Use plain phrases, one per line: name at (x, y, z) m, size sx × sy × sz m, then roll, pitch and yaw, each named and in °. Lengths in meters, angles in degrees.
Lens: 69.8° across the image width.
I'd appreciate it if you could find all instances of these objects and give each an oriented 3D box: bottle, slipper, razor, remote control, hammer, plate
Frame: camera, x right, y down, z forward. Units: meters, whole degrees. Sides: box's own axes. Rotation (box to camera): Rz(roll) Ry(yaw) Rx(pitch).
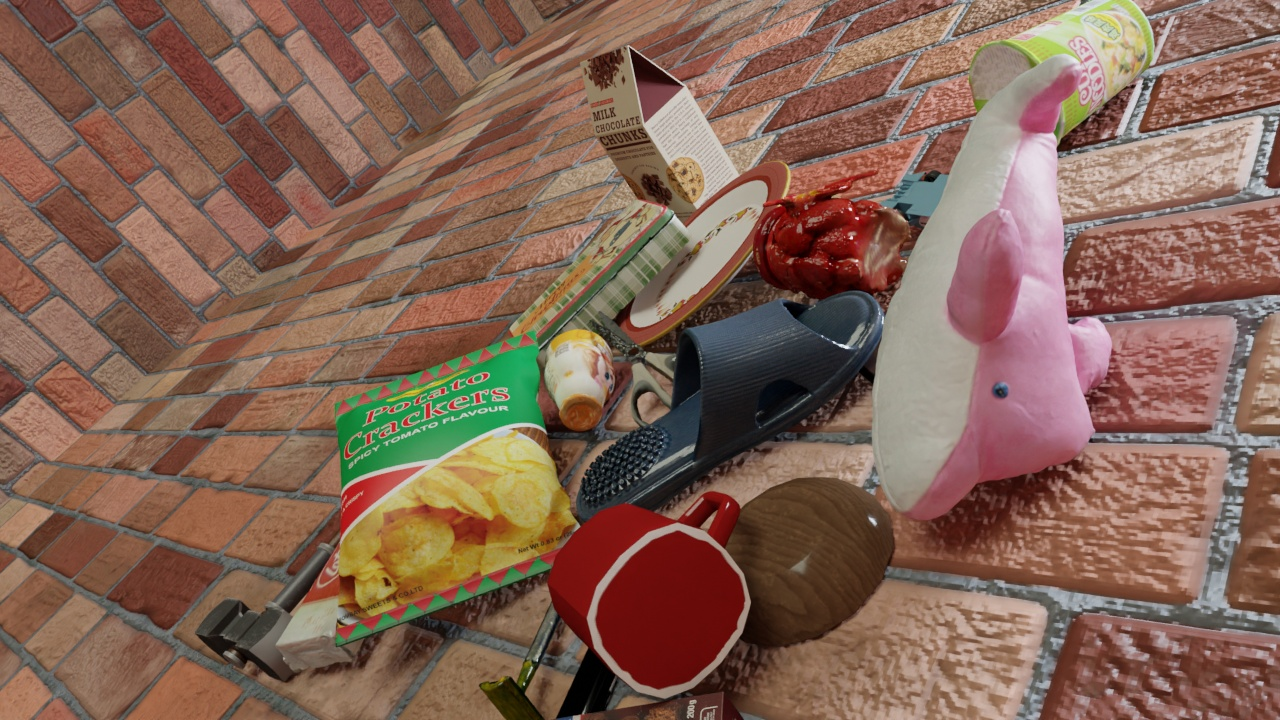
bottle at (-0.054, 0.019, 0.811) m, size 0.063 × 0.063 × 0.108 m, roll -31°, pitch 28°, yaw 12°
slipper at (0.045, 0.019, 0.654) m, size 0.264 × 0.082 × 0.101 m, roll -37°, pitch 24°, yaw 10°
razor at (-0.066, 0.186, 0.591) m, size 0.026 × 0.042 × 0.105 m, roll -26°, pitch 18°, yaw 26°
remote control at (-0.035, 0.204, 0.540) m, size 0.028 × 0.012 × 0.124 m, roll -14°, pitch 34°, yaw 38°
hammer at (-0.276, 0.157, 0.889) m, size 0.156 × 0.043 × 0.321 m, roll -8°, pitch 36°, yaw 45°
plate at (0.059, -0.095, 0.869) m, size 0.230 × 0.021 × 0.229 m, roll -43°, pitch 19°, yaw 19°
bottle at (0.144, -0.093, 0.707) m, size 0.098 × 0.099 × 0.111 m, roll -44°, pitch 27°, yaw -16°

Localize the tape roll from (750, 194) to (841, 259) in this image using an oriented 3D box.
tape roll at (0.144, -0.110, 0.821) m, size 0.094 × 0.027 × 0.093 m, roll -29°, pitch 27°, yaw 16°

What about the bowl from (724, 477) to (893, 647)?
bowl at (0.085, 0.107, 0.531) m, size 0.118 × 0.030 × 0.117 m, roll -29°, pitch 27°, yaw 16°

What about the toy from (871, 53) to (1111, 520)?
toy at (0.206, -0.030, 0.508) m, size 0.187 × 0.128 × 0.265 m, roll 103°, pitch -175°, yaw -73°

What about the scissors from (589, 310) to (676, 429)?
scissors at (0.010, -0.005, 0.780) m, size 0.133 × 0.012 × 0.169 m, roll -18°, pitch 45°, yaw 14°

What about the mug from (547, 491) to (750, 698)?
mug at (0.012, 0.118, 0.513) m, size 0.116 × 0.080 × 0.097 m, roll -44°, pitch 10°, yaw -14°

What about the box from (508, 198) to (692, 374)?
box at (-0.045, -0.077, 0.934) m, size 0.205 × 0.050 × 0.117 m, roll -46°, pitch 17°, yaw 0°

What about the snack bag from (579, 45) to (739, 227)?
snack bag at (0.017, -0.239, 0.986) m, size 0.069 × 0.206 × 0.094 m, roll -47°, pitch 28°, yaw -20°

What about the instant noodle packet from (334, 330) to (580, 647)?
instant noodle packet at (-0.159, 0.090, 0.751) m, size 0.195 × 0.090 × 0.252 m, roll -20°, pitch 45°, yaw 1°

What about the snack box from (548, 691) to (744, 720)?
snack box at (-0.017, 0.210, 0.467) m, size 0.141 × 0.032 × 0.050 m, roll -18°, pitch 33°, yaw 22°

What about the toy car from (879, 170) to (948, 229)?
toy car at (0.243, -0.117, 0.713) m, size 0.060 × 0.027 × 0.108 m, roll -46°, pitch 37°, yaw -19°

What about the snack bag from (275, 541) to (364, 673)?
snack bag at (-0.230, 0.161, 0.800) m, size 0.078 × 0.041 × 0.224 m, roll -19°, pitch 30°, yaw 33°

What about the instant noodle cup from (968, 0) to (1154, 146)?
instant noodle cup at (0.334, -0.229, 0.719) m, size 0.108 × 0.099 × 0.099 m, roll -32°, pitch 25°, yaw -7°

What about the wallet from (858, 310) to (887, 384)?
wallet at (0.201, -0.024, 0.624) m, size 0.115 × 0.018 × 0.091 m, roll -34°, pitch 25°, yaw 1°
